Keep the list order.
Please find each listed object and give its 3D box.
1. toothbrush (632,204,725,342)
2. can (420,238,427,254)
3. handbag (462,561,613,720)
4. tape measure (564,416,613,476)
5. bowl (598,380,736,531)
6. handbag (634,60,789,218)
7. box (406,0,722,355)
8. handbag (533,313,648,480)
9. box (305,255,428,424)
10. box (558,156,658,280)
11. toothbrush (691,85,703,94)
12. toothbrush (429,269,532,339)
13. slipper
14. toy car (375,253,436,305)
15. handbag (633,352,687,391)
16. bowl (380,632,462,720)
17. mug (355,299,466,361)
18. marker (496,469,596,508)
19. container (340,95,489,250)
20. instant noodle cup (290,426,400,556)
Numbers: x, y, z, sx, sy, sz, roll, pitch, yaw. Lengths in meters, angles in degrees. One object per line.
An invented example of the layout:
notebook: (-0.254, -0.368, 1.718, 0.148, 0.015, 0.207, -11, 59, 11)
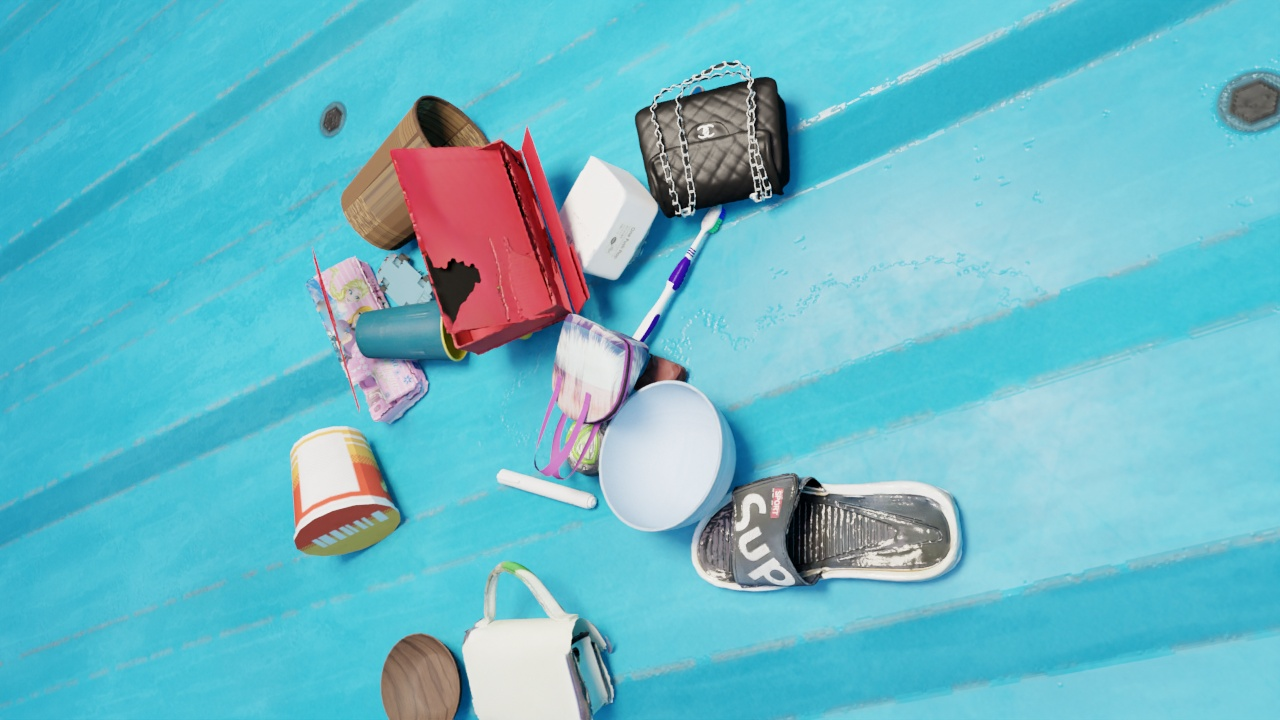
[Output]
toothbrush: (0.039, -0.088, 0.993, 0.015, 0.016, 0.187, 35, 95, 41)
can: (-0.241, -0.134, 1.157, 0.080, 0.031, 0.031, 32, 97, 30)
handbag: (-0.114, 0.294, 0.976, 0.152, 0.073, 0.176, -13, 94, 29)
tape measure: (-0.052, 0.095, 1.010, 0.059, 0.036, 0.065, -1, 77, 20)
bowl: (0.038, 0.102, 0.927, 0.151, 0.074, 0.150, -14, 66, 35)
handbag: (0.074, -0.219, 0.941, 0.154, 0.114, 0.125, -9, 82, 13)
box: (-0.084, -0.175, 0.923, 0.427, 0.127, 0.212, -30, 74, 45)
handbag: (-0.066, 0.044, 0.973, 0.145, 0.068, 0.170, 26, 95, 56)
box: (-0.360, -0.033, 1.189, 0.085, 0.063, 0.230, -40, 64, 17)
box: (-0.025, -0.152, 1.028, 0.108, 0.101, 0.102, -56, 42, 20)
toothbrush: (0.058, -0.242, 1.016, 0.021, 0.017, 0.135, 3, 83, 13)
toothbrush: (-0.198, -0.076, 1.126, 0.197, 0.031, 0.031, 34, 95, 33)
slipper: (0.162, 0.162, 0.863, 0.264, 0.063, 0.111, -6, 78, 26)
toy car: (-0.298, -0.096, 1.185, 0.108, 0.027, 0.060, 39, 101, 33)
handbag: (-0.006, 0.006, 1.007, 0.120, 0.029, 0.055, 33, 92, 35)
bowl: (-0.248, 0.379, 1.071, 0.119, 0.032, 0.119, -6, 79, 29)
mug: (-0.280, -0.034, 1.119, 0.121, 0.078, 0.078, -4, 79, 14)
marker: (-0.107, 0.145, 1.039, 0.134, 0.020, 0.017, 11, 85, 30)
container: (-0.282, -0.225, 1.147, 0.168, 0.132, 0.132, -34, 67, 27)
instant noodle cup: (-0.374, 0.158, 1.138, 0.124, 0.123, 0.121, -36, 58, 19)
